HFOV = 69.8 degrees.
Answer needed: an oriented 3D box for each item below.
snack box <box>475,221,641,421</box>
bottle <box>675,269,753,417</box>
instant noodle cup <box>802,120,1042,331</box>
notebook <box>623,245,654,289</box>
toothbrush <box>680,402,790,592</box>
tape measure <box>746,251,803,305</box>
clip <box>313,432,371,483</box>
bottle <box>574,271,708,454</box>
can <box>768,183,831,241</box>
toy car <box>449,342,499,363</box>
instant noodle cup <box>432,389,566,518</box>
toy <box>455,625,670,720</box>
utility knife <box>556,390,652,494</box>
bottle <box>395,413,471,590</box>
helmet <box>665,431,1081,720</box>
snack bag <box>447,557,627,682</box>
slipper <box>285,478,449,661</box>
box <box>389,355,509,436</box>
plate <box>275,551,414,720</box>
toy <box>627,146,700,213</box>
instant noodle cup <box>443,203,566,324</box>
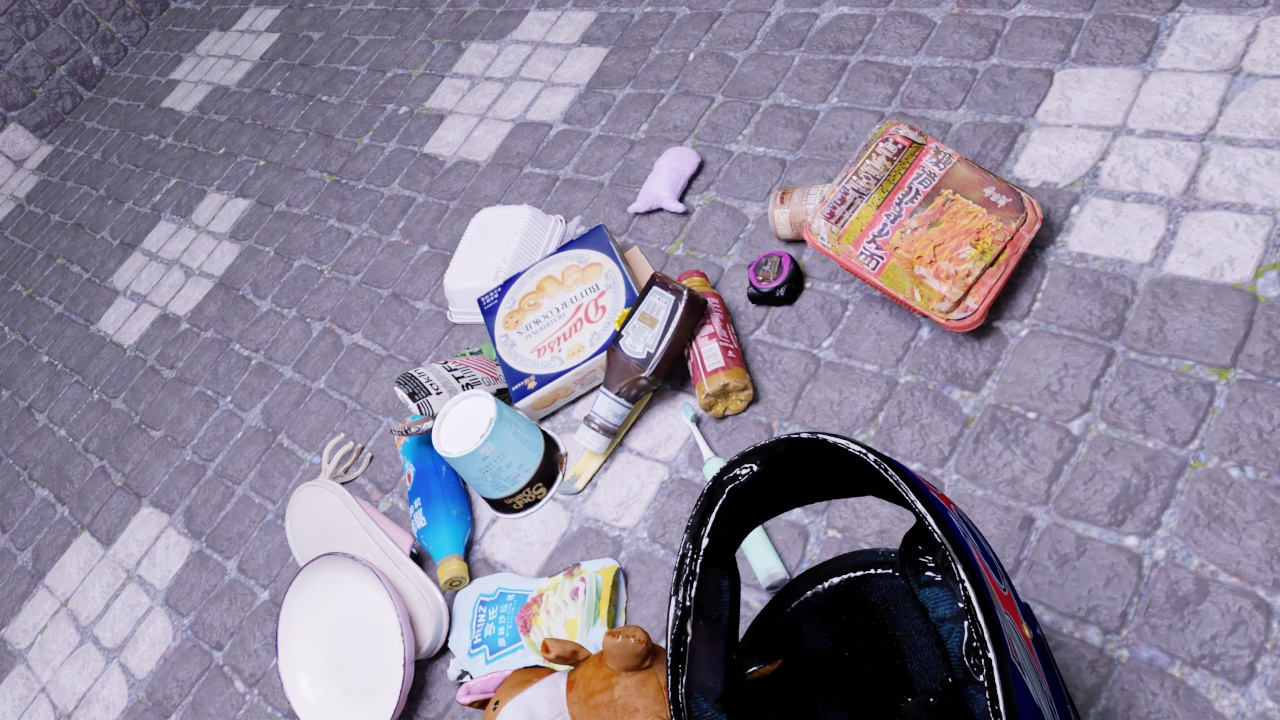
[{"bbox_3d":[-0.083,-0.048,1.060,0.178,0.046,0.182,-31,53,6],"label":"snack box"},{"bbox_3d":[0.071,-0.024,0.965,0.057,0.057,0.174,-24,48,13],"label":"bottle"},{"bbox_3d":[0.268,-0.123,0.882,0.189,0.079,0.164,35,76,14],"label":"instant noodle cup"},{"bbox_3d":[-0.062,-0.037,1.086,0.208,0.008,0.147,-35,47,4],"label":"notebook"},{"bbox_3d":[0.083,0.123,0.871,0.026,0.027,0.224,-4,42,-23],"label":"toothbrush"},{"bbox_3d":[0.144,-0.089,0.982,0.057,0.039,0.057,3,59,32],"label":"tape measure"},{"bbox_3d":[-0.381,0.132,1.109,0.104,0.082,0.035,-41,46,-18],"label":"clip"},{"bbox_3d":[-0.006,0.006,0.948,0.080,0.044,0.195,33,94,48],"label":"bottle"},{"bbox_3d":[0.201,-0.161,0.989,0.116,0.058,0.058,1,58,30],"label":"can"},{"bbox_3d":[-0.212,0.010,1.122,0.091,0.036,0.043,-30,46,3],"label":"toy car"},{"bbox_3d":[-0.153,0.091,0.968,0.111,0.120,0.111,-16,51,20],"label":"instant noodle cup"},{"bbox_3d":[-0.062,0.303,0.768,0.200,0.130,0.140,-23,70,23],"label":"toy"},{"bbox_3d":[-0.023,0.066,0.987,0.031,0.021,0.198,27,69,35],"label":"utility knife"},{"bbox_3d":[-0.222,0.152,1.001,0.065,0.065,0.218,-31,47,6],"label":"bottle"},{"bbox_3d":[0.150,0.224,0.604,0.248,0.240,0.315,-17,61,20],"label":"helmet"},{"bbox_3d":[-0.105,0.251,0.881,0.191,0.039,0.110,-14,57,23],"label":"snack bag"},{"bbox_3d":[-0.290,0.218,0.984,0.274,0.054,0.114,30,102,33],"label":"slipper"},{"bbox_3d":[-0.211,0.051,1.021,0.076,0.162,0.087,39,115,16],"label":"box"},{"bbox_3d":[-0.291,0.288,0.922,0.193,0.039,0.192,-3,85,32],"label":"plate"},{"bbox_3d":[0.038,-0.227,1.146,0.084,0.039,0.107,10,60,35],"label":"toy"},{"bbox_3d":[-0.187,-0.134,1.197,0.138,0.060,0.173,1,57,31],"label":"instant noodle cup"}]
